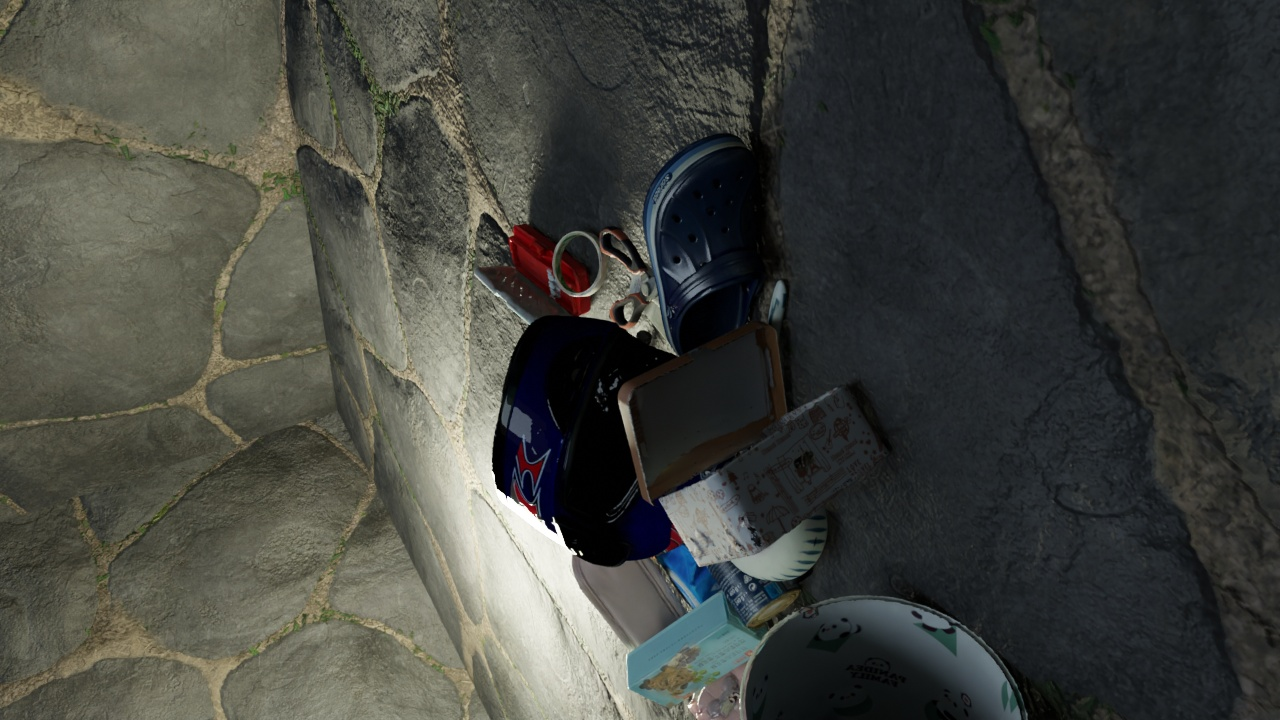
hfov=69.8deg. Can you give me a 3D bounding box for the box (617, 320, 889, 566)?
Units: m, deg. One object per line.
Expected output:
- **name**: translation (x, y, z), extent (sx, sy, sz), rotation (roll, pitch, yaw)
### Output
- **box**: translation (0.090, 0.062, 0.851), extent (0.185, 0.182, 0.155), rotation (59, 152, 3)

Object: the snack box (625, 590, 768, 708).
- **snack box**: translation (0.066, 0.352, 1.111), extent (0.175, 0.074, 0.051), rotation (-41, 30, 24)

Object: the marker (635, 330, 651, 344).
- **marker**: translation (-0.007, 0.007, 1.192), extent (0.132, 0.020, 0.022), rotation (107, 165, -52)

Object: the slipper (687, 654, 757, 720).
- **slipper**: translation (0.108, 0.400, 1.135), extent (0.054, 0.114, 0.274), rotation (39, 175, -34)

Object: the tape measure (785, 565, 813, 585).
- **tape measure**: translation (0.159, 0.198, 0.989), extent (0.066, 0.033, 0.066), rotation (46, 143, 36)

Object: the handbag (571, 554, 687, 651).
- **handbag**: translation (-0.012, 0.270, 1.232), extent (0.193, 0.093, 0.234), rotation (58, -174, -21)

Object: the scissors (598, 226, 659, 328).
- **scissors**: translation (0.000, -0.087, 1.069), extent (0.226, 0.015, 0.189), rotation (-45, 61, 60)

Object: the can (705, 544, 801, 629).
- **can**: translation (0.121, 0.238, 1.040), extent (0.111, 0.075, 0.075), rotation (55, 150, 27)

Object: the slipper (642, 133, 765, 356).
- **slipper**: translation (0.067, -0.088, 0.886), extent (0.095, 0.105, 0.253), rotation (-128, 28, -46)

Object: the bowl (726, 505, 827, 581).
- **bowl**: translation (0.125, 0.168, 0.940), extent (0.117, 0.066, 0.116), rotation (-8, 78, 39)

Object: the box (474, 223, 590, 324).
- **box**: translation (-0.160, -0.115, 1.306), extent (0.201, 0.101, 0.095), rotation (39, 141, 45)

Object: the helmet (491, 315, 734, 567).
- **helmet**: translation (-0.016, 0.091, 1.002), extent (0.316, 0.240, 0.246), rotation (93, -166, -64)

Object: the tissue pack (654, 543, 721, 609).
- **tissue pack**: translation (0.072, 0.275, 1.144), extent (0.095, 0.052, 0.157), rotation (30, 155, 53)

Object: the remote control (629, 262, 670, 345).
- **remote control**: translation (0.026, -0.058, 1.077), extent (0.125, 0.024, 0.049), rotation (54, 147, 32)

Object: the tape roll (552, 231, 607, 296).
- **tape roll**: translation (-0.079, -0.126, 1.199), extent (0.086, 0.013, 0.086), rotation (3, 96, 36)

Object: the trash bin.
- **trash bin**: translation (0.209, 0.382, 0.827), extent (0.229, 0.229, 0.252), rotation (40, 146, 46)

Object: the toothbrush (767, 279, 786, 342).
- **toothbrush**: translation (0.128, 0.000, 0.931), extent (0.016, 0.018, 0.192), rotation (46, 145, 41)
